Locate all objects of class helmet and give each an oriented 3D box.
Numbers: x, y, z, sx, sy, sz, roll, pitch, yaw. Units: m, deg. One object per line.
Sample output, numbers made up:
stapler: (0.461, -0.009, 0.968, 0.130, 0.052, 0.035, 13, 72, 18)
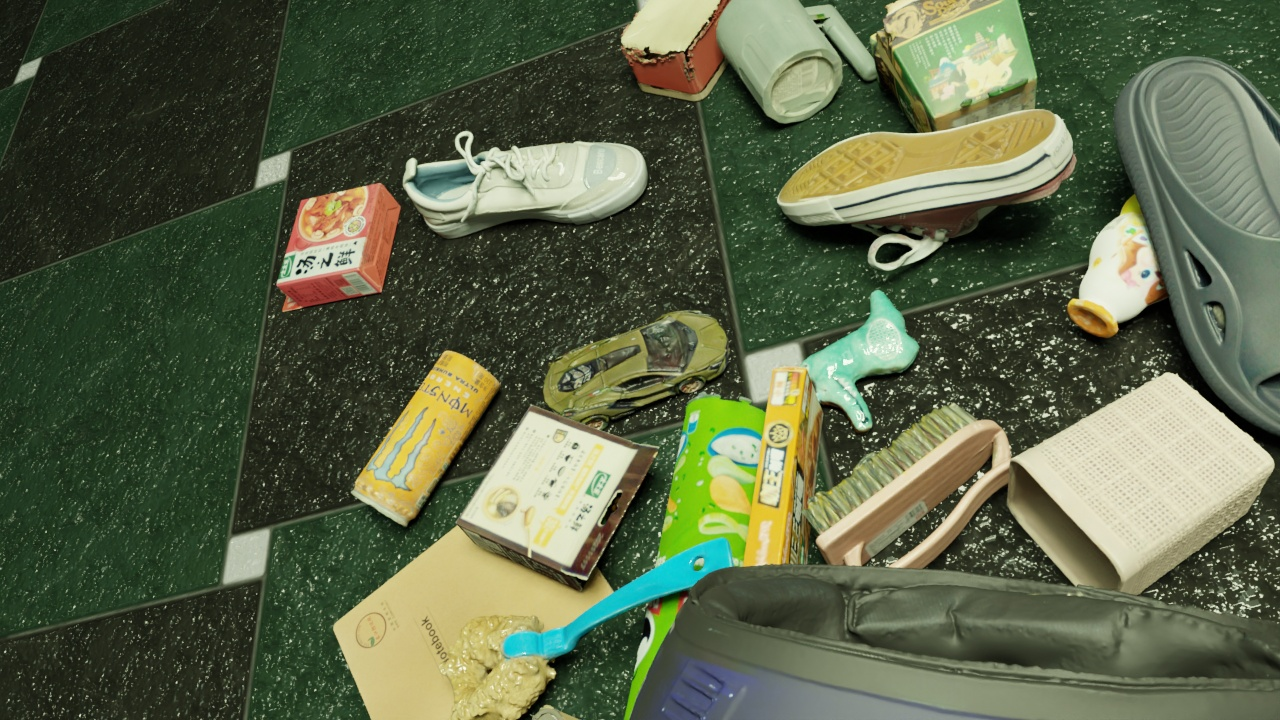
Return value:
helmet: (0.145, 0.232, 0.431, 0.316, 0.247, 0.240, 1, 90, 17)

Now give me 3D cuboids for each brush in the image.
brush: (0.182, 0.090, 0.604, 0.145, 0.063, 0.073, -36, 50, -2)
brush: (-0.043, 0.178, 0.610, 0.255, 0.046, 0.083, -34, 44, 27)

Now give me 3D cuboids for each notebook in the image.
notebook: (-0.132, 0.198, 0.711, 0.207, 0.008, 0.148, -39, 54, -2)

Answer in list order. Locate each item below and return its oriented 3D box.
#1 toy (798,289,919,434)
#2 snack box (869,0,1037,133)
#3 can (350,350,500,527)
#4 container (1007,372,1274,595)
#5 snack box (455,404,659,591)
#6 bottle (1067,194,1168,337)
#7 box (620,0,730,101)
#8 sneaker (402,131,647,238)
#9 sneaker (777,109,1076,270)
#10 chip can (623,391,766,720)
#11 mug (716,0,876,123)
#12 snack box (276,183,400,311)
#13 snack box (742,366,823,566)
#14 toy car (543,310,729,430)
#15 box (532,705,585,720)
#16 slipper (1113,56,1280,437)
toy: (0.163, 0.004, 0.685, 0.092, 0.030, 0.096, -29, 61, 11)
snack box: (0.259, -0.227, 0.738, 0.118, 0.117, 0.105, -19, 68, 15)
can: (-0.181, 0.065, 0.779, 0.058, 0.058, 0.145, 21, 71, 32)
container: (0.295, 0.077, 0.548, 0.111, 0.090, 0.090, -33, 54, -2)
snack box: (-0.058, 0.104, 0.697, 0.126, 0.053, 0.113, 18, 63, 26)
bottle: (0.339, -0.066, 0.627, 0.108, 0.063, 0.063, -48, 55, -8)
box: (0.054, -0.350, 0.907, 0.091, 0.080, 0.168, 21, 71, 31)
sneaker: (-0.115, -0.180, 0.875, 0.243, 0.091, 0.089, -6, 60, 20)
sneaker: (0.214, -0.124, 0.704, 0.242, 0.088, 0.118, 1, 47, 48)
chip can: (0.044, 0.141, 0.629, 0.072, 0.072, 0.235, 1, 61, 24)
mug: (0.145, -0.283, 0.837, 0.123, 0.084, 0.103, -13, 54, -14)
snack box: (-0.323, -0.118, 0.957, 0.127, 0.044, 0.113, -9, 58, 19)
snack box: (0.100, 0.088, 0.632, 0.026, 0.075, 0.153, 1, 62, 23)
toy car: (-0.004, 0.004, 0.750, 0.158, 0.042, 0.070, -22, 56, 7)
box: (-0.020, 0.307, 0.568, 0.089, 0.059, 0.184, -47, 56, -7)
slipper: (0.379, -0.077, 0.555, 0.110, 0.083, 0.268, -18, 77, -1)
